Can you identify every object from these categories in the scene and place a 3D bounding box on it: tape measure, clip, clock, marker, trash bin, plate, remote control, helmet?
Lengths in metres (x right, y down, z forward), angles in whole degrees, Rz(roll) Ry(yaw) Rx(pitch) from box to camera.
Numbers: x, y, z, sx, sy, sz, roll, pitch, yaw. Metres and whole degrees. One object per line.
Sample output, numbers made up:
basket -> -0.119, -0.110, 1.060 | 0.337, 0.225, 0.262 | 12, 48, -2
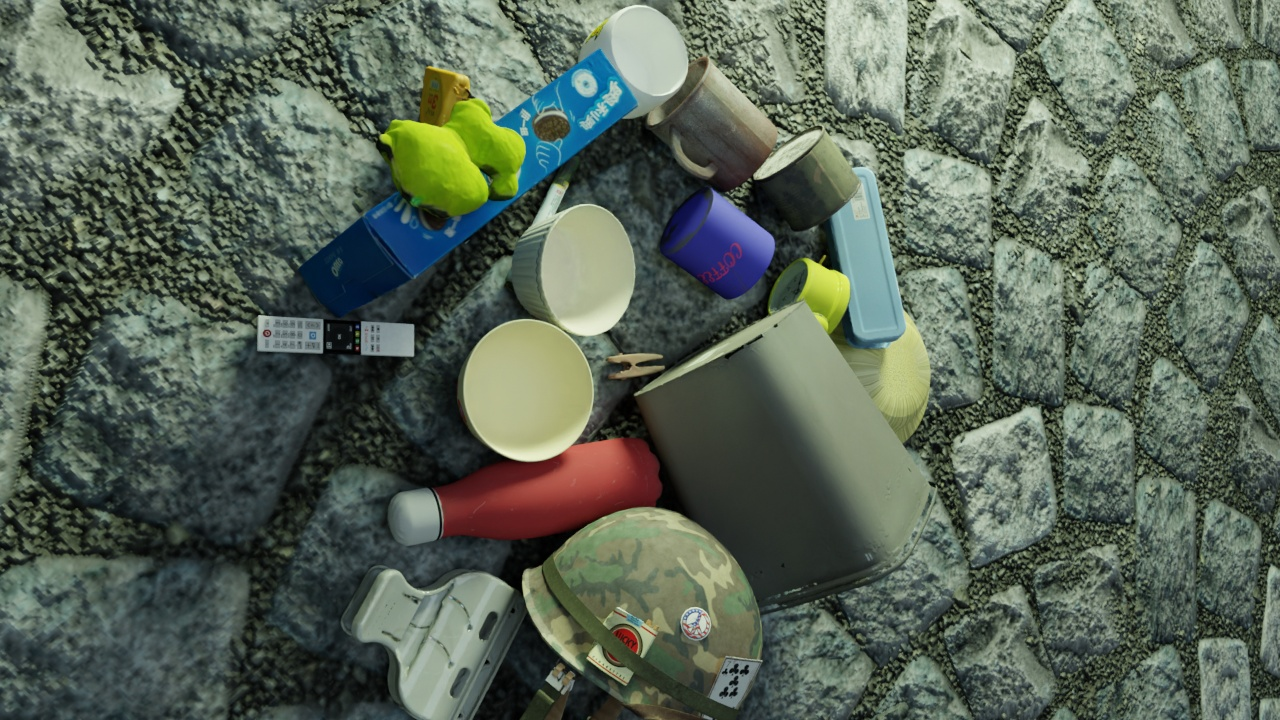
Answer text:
tape measure -> -0.166, -0.218, 0.787 | 0.030, 0.068, 0.059 | 2, 109, -33
clip -> -0.163, 0.221, 0.739 | 0.150, 0.089, 0.125 | 42, 62, -32
clock -> 0.174, -0.052, 0.968 | 0.057, 0.083, 0.118 | 26, 68, -21
clip -> -0.007, 0.002, 0.887 | 0.061, 0.026, 0.049 | -43, 103, -20
marker -> -0.091, -0.130, 0.851 | 0.017, 0.017, 0.146 | 32, 69, -25
trash bin -> 0.126, 0.083, 0.850 | 0.220, 0.198, 0.196 | 61, 33, -3
plate -> 0.283, 0.012, 1.055 | 0.184, 0.036, 0.184 | 4, 83, -31
remote control -> -0.246, -0.019, 0.747 | 0.124, 0.012, 0.028 | 2, 84, -31
helmet -> -0.009, 0.244, 0.745 | 0.236, 0.193, 0.224 | -36, 63, -2

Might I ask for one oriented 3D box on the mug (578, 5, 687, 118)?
mug -> -0.014, -0.279, 0.884 | 0.094, 0.068, 0.115 | 47, 63, -19

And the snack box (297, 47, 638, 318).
snack box -> -0.138, -0.133, 0.717 | 0.238, 0.196, 0.056 | -44, 107, -28

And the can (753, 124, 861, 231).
can -> 0.179, -0.194, 0.981 | 0.074, 0.090, 0.089 | 49, 63, -18

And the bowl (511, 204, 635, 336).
bowl -> -0.066, -0.081, 0.822 | 0.115, 0.063, 0.115 | -7, 99, -47

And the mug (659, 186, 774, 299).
mug -> 0.078, -0.128, 0.927 | 0.083, 0.079, 0.111 | 33, 41, -25

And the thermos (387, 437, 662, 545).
thermos -> -0.097, 0.117, 0.788 | 0.239, 0.073, 0.073 | -7, 88, -31

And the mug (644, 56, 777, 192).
mug -> 0.068, -0.222, 0.911 | 0.110, 0.097, 0.122 | 34, 54, -20

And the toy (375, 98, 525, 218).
toy -> -0.120, -0.129, 0.593 | 0.094, 0.036, 0.093 | 37, 61, -28

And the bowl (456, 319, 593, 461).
bowl -> -0.110, 0.028, 0.789 | 0.117, 0.074, 0.118 | 4, 83, -31

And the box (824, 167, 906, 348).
box -> 0.244, -0.113, 1.034 | 0.067, 0.052, 0.209 | -6, 74, -3
